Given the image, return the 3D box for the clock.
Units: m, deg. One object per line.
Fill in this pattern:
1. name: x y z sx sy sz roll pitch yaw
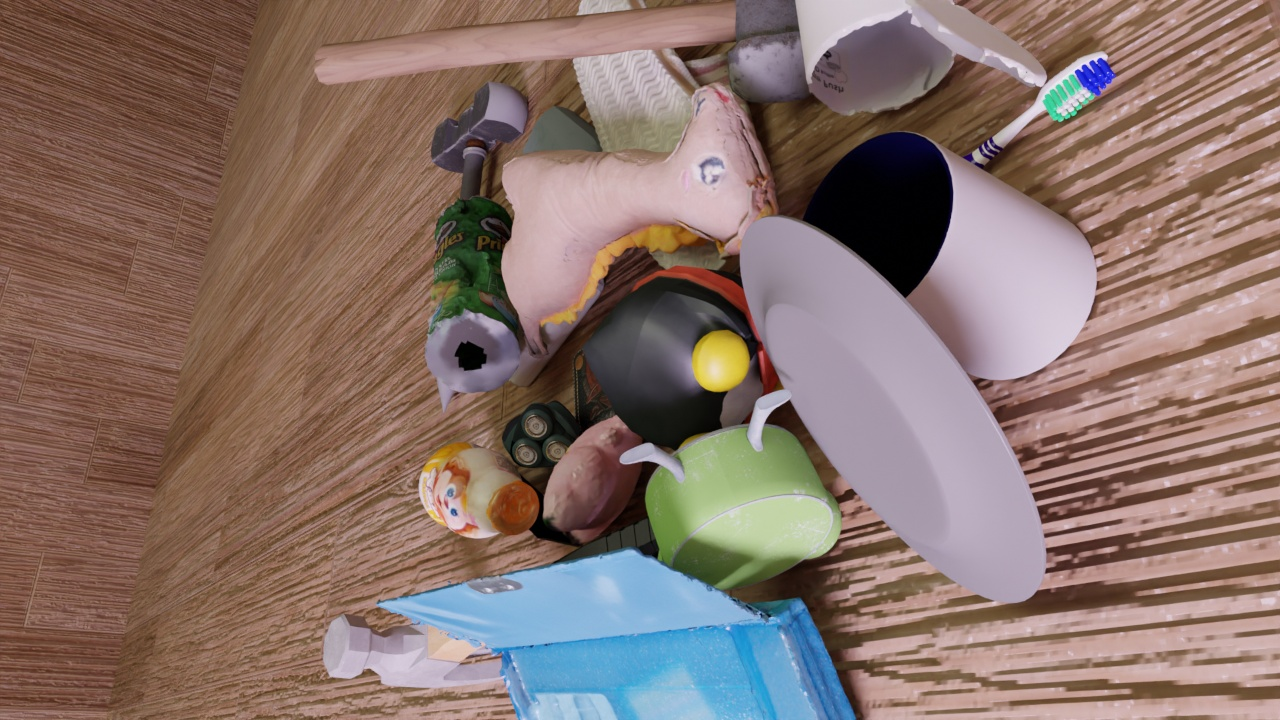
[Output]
1. clock: 0.046 0.074 0.432 0.094 0.119 0.042 -22 51 3

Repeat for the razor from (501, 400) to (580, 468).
1. razor: -0.079 0.055 0.674 0.052 0.047 0.143 -41 7 -14

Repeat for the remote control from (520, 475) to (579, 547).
1. remote control: -0.091 0.104 0.699 0.150 0.034 0.013 26 95 56

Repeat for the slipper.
1. slipper: 0.020 -0.166 0.627 0.115 0.052 0.262 -55 49 43

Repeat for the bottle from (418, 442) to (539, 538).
1. bottle: -0.110 0.093 0.640 0.109 0.063 0.063 5 81 56

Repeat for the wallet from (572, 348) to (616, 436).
1. wallet: -0.004 0.004 0.627 0.123 0.019 0.072 -34 50 44

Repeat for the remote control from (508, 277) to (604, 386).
1. remote control: -0.074 -0.040 0.744 0.139 0.025 0.060 -49 41 36

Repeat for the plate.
1. plate: 0.089 0.023 0.368 0.012 0.178 0.178 -32 36 -9

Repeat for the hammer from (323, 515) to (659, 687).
1. hammer: -0.058 0.147 0.578 0.329 0.131 0.039 -32 50 33

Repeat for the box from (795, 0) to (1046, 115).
1. box: 0.127 -0.171 0.447 0.119 0.084 0.159 -29 56 51

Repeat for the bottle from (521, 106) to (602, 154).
1. bottle: -0.046 -0.147 0.730 0.072 0.046 0.161 -62 35 17

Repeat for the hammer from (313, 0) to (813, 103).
1. hammer: -0.044 -0.200 0.568 0.052 0.328 0.098 69 -160 -66

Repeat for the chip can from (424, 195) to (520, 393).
1. chip can: -0.139 -0.061 0.766 0.076 0.075 0.223 -57 25 24

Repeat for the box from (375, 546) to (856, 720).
1. box: -0.015 0.151 0.469 0.232 0.173 0.066 -22 23 45

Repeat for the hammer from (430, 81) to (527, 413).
1. hammer: -0.178 -0.108 0.917 0.156 0.043 0.321 -15 66 52

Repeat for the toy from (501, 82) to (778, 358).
1. toy: -0.011 -0.074 0.594 0.265 0.065 0.196 16 119 48

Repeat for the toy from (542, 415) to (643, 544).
1. toy: -0.028 0.074 0.589 0.093 0.050 0.102 -61 -10 -10

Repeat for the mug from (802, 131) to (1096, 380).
1. mug: 0.117 -0.032 0.394 0.112 0.096 0.078 -40 46 40

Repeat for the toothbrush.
1. toothbrush: 0.145 -0.081 0.450 0.187 0.015 0.016 -42 50 40

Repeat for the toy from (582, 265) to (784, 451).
1. toy: 0.034 -0.007 0.501 0.100 0.118 0.098 27 128 27
